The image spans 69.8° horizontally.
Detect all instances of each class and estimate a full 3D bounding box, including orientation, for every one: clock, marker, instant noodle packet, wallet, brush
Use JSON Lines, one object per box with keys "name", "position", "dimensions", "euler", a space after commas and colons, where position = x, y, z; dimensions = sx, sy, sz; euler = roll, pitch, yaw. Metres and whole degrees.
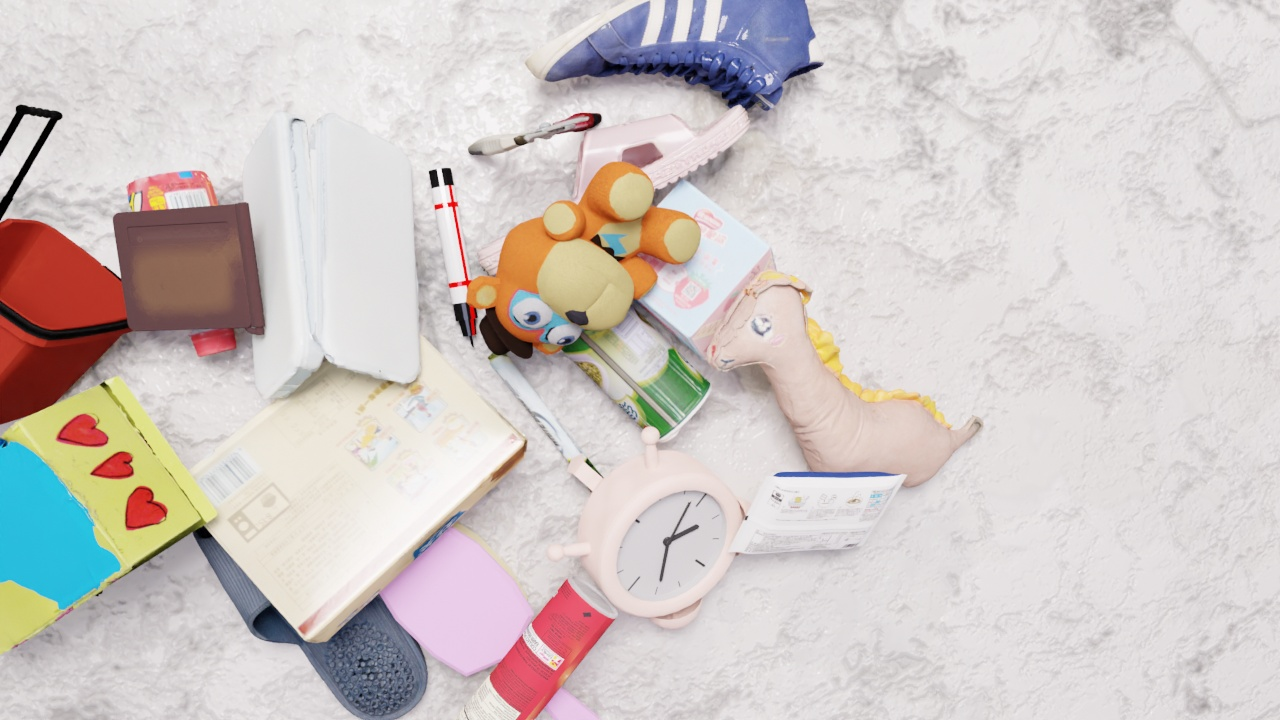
{"name": "clock", "position": [0.013, 0.139, 0.759], "dimensions": [0.160, 0.086, 0.131], "euler": [40, 89, -29]}
{"name": "marker", "position": [-0.151, -0.083, 0.749], "dimensions": [0.019, 0.019, 0.145], "euler": [-10, 96, -7]}
{"name": "instant noodle packet", "position": [0.144, 0.125, 0.746], "dimensions": [0.134, 0.026, 0.087], "euler": [3, 128, -24]}
{"name": "marker", "position": [-0.078, 0.051, 0.771], "dimensions": [0.017, 0.017, 0.146], "euler": [-38, 98, -3]}
{"name": "wallet", "position": [-0.321, -0.063, 0.653], "dimensions": [0.116, 0.018, 0.091], "euler": [0, 100, 20]}
{"name": "brush", "position": [-0.119, 0.230, 0.767], "dimensions": [0.089, 0.043, 0.228], "euler": [-43, 99, -2]}

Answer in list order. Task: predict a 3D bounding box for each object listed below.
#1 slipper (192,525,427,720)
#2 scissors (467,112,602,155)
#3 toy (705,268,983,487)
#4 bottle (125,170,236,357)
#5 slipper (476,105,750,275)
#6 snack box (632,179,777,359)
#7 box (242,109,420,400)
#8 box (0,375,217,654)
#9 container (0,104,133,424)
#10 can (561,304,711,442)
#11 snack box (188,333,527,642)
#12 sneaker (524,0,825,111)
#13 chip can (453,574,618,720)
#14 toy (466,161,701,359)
{"name": "slipper", "position": [-0.262, 0.186, 0.727], "dimensions": [0.101, 0.082, 0.263], "euler": [-36, 99, -6]}
{"name": "scissors", "position": [-0.076, -0.169, 0.682], "dimensions": [0.180, 0.195, 0.015], "euler": [-4, 108, 33]}
{"name": "toy", "position": [0.171, 0.018, 0.748], "dimensions": [0.196, 0.065, 0.264], "euler": [-34, 120, -7]}
{"name": "bottle", "position": [-0.344, -0.072, 0.704], "dimensions": [0.062, 0.062, 0.137], "euler": [-14, 95, -6]}
{"name": "slipper", "position": [-0.030, -0.148, 0.723], "dimensions": [0.239, 0.094, 0.064], "euler": [-29, 102, 2]}
{"name": "snack box", "position": [0.043, -0.070, 0.730], "dimensions": [0.093, 0.079, 0.095], "euler": [41, 89, 19]}
{"name": "box", "position": [-0.245, -0.072, 0.688], "dimensions": [0.106, 0.130, 0.211], "euler": [-21, 64, 33]}
{"name": "box", "position": [-0.413, 0.115, 0.648], "dimensions": [0.222, 0.082, 0.124], "euler": [-32, 97, 29]}
{"name": "container", "position": [-0.431, -0.059, 0.651], "dimensions": [0.127, 0.148, 0.201], "euler": [41, 98, -4]}
{"name": "can", "position": [-0.004, 0.004, 0.751], "dimensions": [0.121, 0.067, 0.067], "euler": [45, 88, -8]}
{"name": "snack box", "position": [-0.212, 0.082, 0.692], "dimensions": [0.153, 0.055, 0.207], "euler": [44, 72, 10]}
{"name": "sneaker", "position": [0.038, -0.233, 0.730], "dimensions": [0.232, 0.091, 0.118], "euler": [-31, 100, -12]}
{"name": "chip can", "position": [-0.103, 0.268, 0.723], "dimensions": [0.052, 0.052, 0.214], "euler": [39, 89, -9]}
{"name": "toy", "position": [-0.047, -0.067, 0.661], "dimensions": [0.176, 0.096, 0.112], "euler": [-31, 140, 25]}
